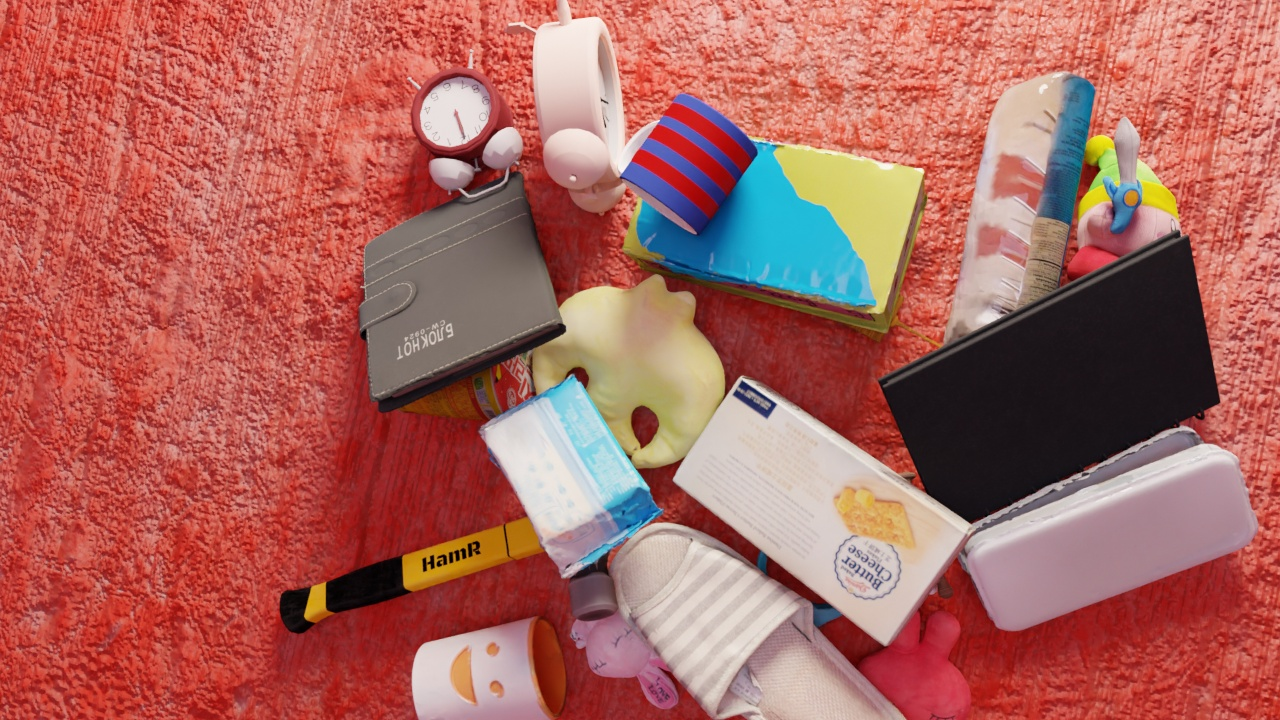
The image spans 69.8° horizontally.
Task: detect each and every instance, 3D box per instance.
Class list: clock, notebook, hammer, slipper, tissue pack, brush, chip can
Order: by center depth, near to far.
[{"bbox_3d":[0.313,0.027,0.691,0.231,0.019,0.169,-27,119,6],"label":"notebook"},{"bbox_3d":[0.090,0.229,0.708,0.273,0.054,0.114,37,76,15],"label":"slipper"},{"bbox_3d":[-0.055,0.089,0.710,0.092,0.062,0.144,-30,63,-10],"label":"tissue pack"},{"bbox_3d":[0.297,-0.107,0.723,0.080,0.080,0.229,12,87,10],"label":"chip can"},{"bbox_3d":[-0.059,-0.209,0.760,0.086,0.131,0.160,-11,85,8],"label":"clock"},{"bbox_3d":[-0.158,-0.063,0.763,0.169,0.029,0.208,-24,44,4],"label":"notebook"},{"bbox_3d":[0.191,-0.042,0.764,0.126,0.017,0.048,30,91,10],"label":"brush"},{"bbox_3d":[-0.173,0.170,0.785,0.325,0.034,0.169,-20,59,15],"label":"hammer"},{"bbox_3d":[-0.155,-0.205,0.816,0.087,0.044,0.124,-22,77,6],"label":"clock"}]

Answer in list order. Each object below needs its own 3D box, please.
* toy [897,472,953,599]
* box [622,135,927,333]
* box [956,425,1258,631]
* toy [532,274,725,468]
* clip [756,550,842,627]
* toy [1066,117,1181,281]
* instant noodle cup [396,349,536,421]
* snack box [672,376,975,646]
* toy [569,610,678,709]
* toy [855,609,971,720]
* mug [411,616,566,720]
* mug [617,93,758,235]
[{"bbox_3d":[0.212,0.146,0.733,0.055,0.041,0.101,-41,59,44],"label":"toy"},{"bbox_3d":[0.106,-0.110,0.742,0.221,0.079,0.124,14,86,21],"label":"box"},{"bbox_3d":[0.353,0.134,0.700,0.214,0.063,0.118,-25,99,5],"label":"box"},{"bbox_3d":[-0.005,0.005,0.770,0.170,0.064,0.155,29,100,6],"label":"toy"},{"bbox_3d":[0.140,0.201,0.752,0.118,0.033,0.120,-19,83,4],"label":"clip"},{"bbox_3d":[0.364,-0.113,0.705,0.097,0.124,0.131,23,92,50],"label":"toy"},{"bbox_3d":[-0.154,0.008,0.783,0.112,0.100,0.100,-2,85,17],"label":"instant noodle cup"},{"bbox_3d":[0.138,0.111,0.715,0.208,0.057,0.104,36,99,23],"label":"snack box"},{"bbox_3d":[-0.006,0.241,0.761,0.110,0.047,0.063,28,97,7],"label":"toy"},{"bbox_3d":[0.214,0.258,0.723,0.092,0.045,0.135,14,94,8],"label":"toy"},{"bbox_3d":[-0.124,0.263,0.760,0.105,0.082,0.082,-15,83,8],"label":"mug"},{"bbox_3d":[0.026,-0.155,0.703,0.076,0.075,0.112,-54,44,3],"label":"mug"}]
